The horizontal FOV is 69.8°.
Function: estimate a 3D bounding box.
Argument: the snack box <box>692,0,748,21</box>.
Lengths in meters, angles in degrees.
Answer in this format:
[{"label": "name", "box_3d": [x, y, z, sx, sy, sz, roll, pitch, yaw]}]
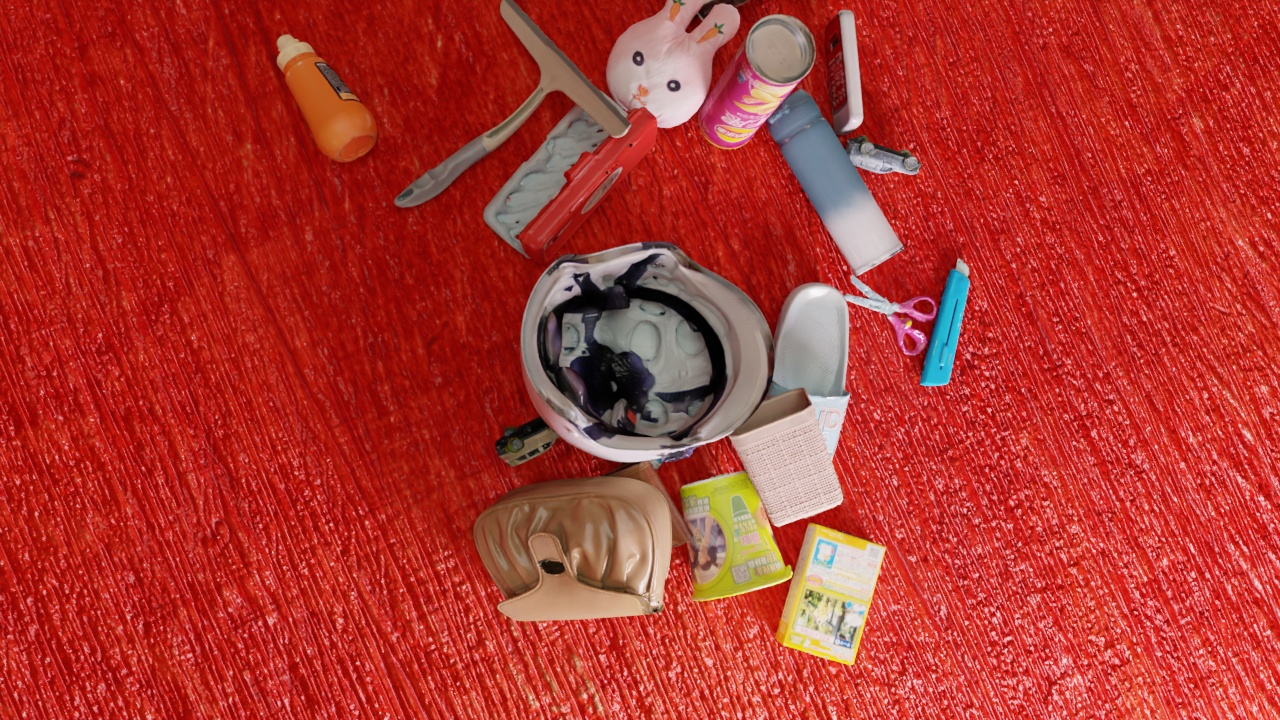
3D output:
[{"label": "snack box", "box_3d": [0.085, -0.456, 1.054, 0.113, 0.053, 0.125, -28, 92, -10]}]

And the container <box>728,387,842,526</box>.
[{"label": "container", "box_3d": [0.153, 0.102, 0.956, 0.090, 0.089, 0.111, -22, 100, 8]}]

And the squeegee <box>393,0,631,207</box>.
[{"label": "squeegee", "box_3d": [-0.168, -0.244, 1.005, 0.246, 0.039, 0.246, -41, 66, 2]}]

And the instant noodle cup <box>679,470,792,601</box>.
[{"label": "instant noodle cup", "box_3d": [0.095, 0.186, 0.993, 0.111, 0.112, 0.123, -12, 81, -9]}]

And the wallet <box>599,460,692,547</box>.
[{"label": "wallet", "box_3d": [-0.018, 0.168, 0.983, 0.125, 0.032, 0.101, -26, 92, 25]}]

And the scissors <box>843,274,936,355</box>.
[{"label": "scissors", "box_3d": [0.293, -0.068, 1.065, 0.137, 0.017, 0.083, 37, 83, -19]}]

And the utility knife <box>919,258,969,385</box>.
[{"label": "utility knife", "box_3d": [0.364, -0.044, 1.087, 0.034, 0.018, 0.159, 16, 83, -6]}]

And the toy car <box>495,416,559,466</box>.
[{"label": "toy car", "box_3d": [-0.113, 0.082, 0.998, 0.090, 0.042, 0.035, -28, 113, -4]}]

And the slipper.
[{"label": "slipper", "box_3d": [0.188, 0.030, 1.029, 0.104, 0.074, 0.245, 13, 84, -8]}]

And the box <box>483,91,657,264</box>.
[{"label": "box", "box_3d": [-0.081, -0.209, 1.002, 0.101, 0.095, 0.201, 40, 83, 6]}]

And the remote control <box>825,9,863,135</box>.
[{"label": "remote control", "box_3d": [0.236, -0.334, 1.067, 0.020, 0.056, 0.136, -4, 87, -11]}]

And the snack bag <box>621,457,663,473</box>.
[{"label": "snack bag", "box_3d": [0.024, 0.090, 1.025, 0.048, 0.026, 0.104, 43, 82, -16]}]

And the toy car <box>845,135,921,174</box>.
[{"label": "toy car", "box_3d": [0.284, -0.237, 1.076, 0.090, 0.042, 0.034, 15, 111, -4]}]

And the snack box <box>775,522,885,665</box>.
[{"label": "snack box", "box_3d": [0.215, 0.263, 1.039, 0.087, 0.034, 0.140, 18, 83, -7]}]

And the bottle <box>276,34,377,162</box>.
[{"label": "bottle", "box_3d": [-0.343, -0.286, 0.981, 0.066, 0.067, 0.149, -33, 84, -9]}]

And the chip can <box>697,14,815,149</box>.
[{"label": "chip can", "box_3d": [0.118, -0.287, 0.969, 0.071, 0.211, 0.071, 0, 87, -9]}]

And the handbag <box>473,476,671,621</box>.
[{"label": "handbag", "box_3d": [-0.070, 0.198, 0.938, 0.205, 0.099, 0.148, -10, 100, 23]}]

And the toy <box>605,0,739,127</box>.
[{"label": "toy", "box_3d": [0.034, -0.340, 1.018, 0.121, 0.054, 0.160, 37, 106, 7]}]

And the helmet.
[{"label": "helmet", "box_3d": [-0.006, 0.006, 0.961, 0.258, 0.146, 0.228, -4, 72, -21]}]

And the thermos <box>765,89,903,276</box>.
[{"label": "thermos", "box_3d": [0.220, -0.206, 1.053, 0.070, 0.070, 0.220, -31, 91, -9]}]
